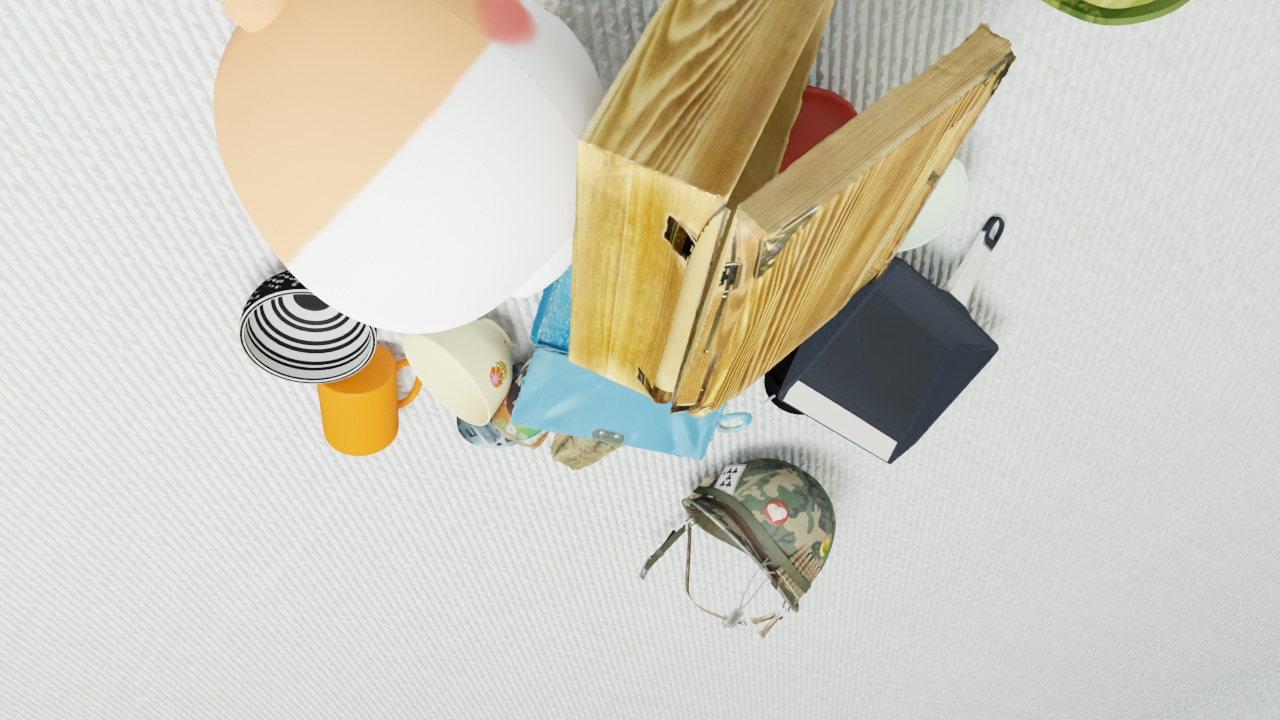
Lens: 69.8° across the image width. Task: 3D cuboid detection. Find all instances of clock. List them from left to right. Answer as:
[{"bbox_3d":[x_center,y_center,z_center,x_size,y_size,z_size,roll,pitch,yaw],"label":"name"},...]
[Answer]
[{"bbox_3d":[-0.145,0.048,1.009,0.129,0.052,0.090,-18,137,7],"label":"clock"},{"bbox_3d":[0.193,0.017,1.032,0.120,0.091,0.043,-3,147,-4],"label":"clock"}]

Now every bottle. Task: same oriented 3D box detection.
[{"bbox_3d":[-0.088,0.009,0.944,0.059,0.059,0.167,29,95,-36],"label":"bottle"}]

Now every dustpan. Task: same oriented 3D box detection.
[{"bbox_3d":[0.297,-0.034,0.980,0.236,0.080,0.273,28,85,-40],"label":"dustpan"}]

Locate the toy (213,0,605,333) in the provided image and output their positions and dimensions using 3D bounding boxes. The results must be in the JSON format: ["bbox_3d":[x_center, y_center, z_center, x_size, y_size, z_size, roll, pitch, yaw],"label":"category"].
[{"bbox_3d":[-0.157,-0.165,0.640,0.266,0.262,0.280,-42,113,11],"label":"toy"}]

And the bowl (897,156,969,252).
[{"bbox_3d":[0.244,-0.166,0.872,0.117,0.061,0.118,-7,137,-6],"label":"bowl"}]

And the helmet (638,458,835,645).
[{"bbox_3d":[0.134,0.233,1.161,0.224,0.193,0.236,26,99,-50],"label":"helmet"}]

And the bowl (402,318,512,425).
[{"bbox_3d":[-0.171,-0.003,0.927,0.073,0.118,0.118,-45,147,-29],"label":"bowl"}]

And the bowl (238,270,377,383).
[{"bbox_3d":[-0.310,-0.042,0.864,0.120,0.066,0.120,-7,137,-7],"label":"bowl"}]

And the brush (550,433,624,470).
[{"bbox_3d":[-0.031,0.070,1.065,0.196,0.043,0.059,-35,132,23],"label":"brush"}]

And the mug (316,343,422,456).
[{"bbox_3d":[-0.277,0.033,0.955,0.112,0.077,0.096,-24,145,-31],"label":"mug"}]

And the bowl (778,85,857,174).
[{"bbox_3d":[0.136,-0.199,0.830,0.122,0.035,0.122,-7,137,-7],"label":"bowl"}]

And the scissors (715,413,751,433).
[{"bbox_3d":[0.071,0.063,1.108,0.137,0.012,0.128,-5,137,-7],"label":"scissors"}]

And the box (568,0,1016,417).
[{"bbox_3d":[0.084,-0.097,0.655,0.221,0.258,0.280,26,154,6],"label":"box"}]

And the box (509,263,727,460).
[{"bbox_3d":[-0.006,0.006,0.932,0.231,0.033,0.175,15,101,-26],"label":"box"}]

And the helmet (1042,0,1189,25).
[{"bbox_3d":[0.250,-0.349,0.555,0.213,0.247,0.243,30,84,-62],"label":"helmet"}]
